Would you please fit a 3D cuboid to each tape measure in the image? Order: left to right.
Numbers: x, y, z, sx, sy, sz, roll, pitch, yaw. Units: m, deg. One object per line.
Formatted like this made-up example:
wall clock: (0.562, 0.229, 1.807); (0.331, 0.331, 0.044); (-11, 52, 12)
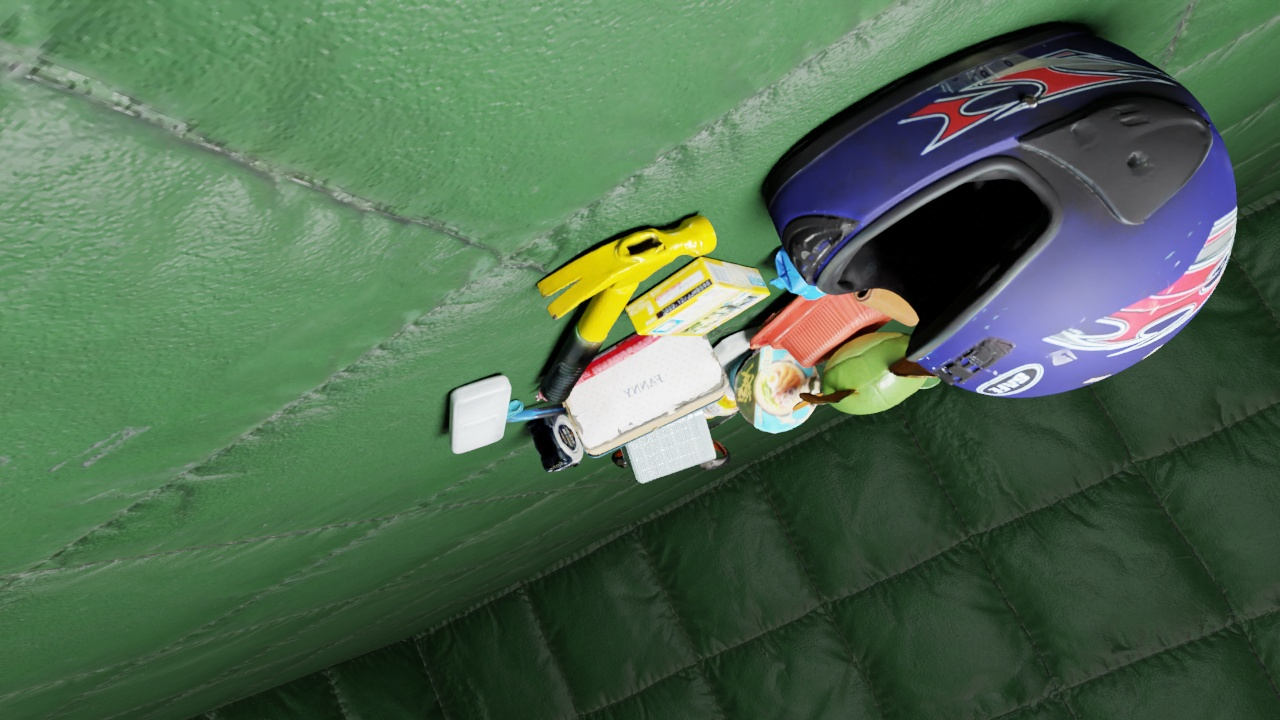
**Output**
tape measure: (-0.097, 0.096, 1.077); (0.034, 0.065, 0.066); (-26, 166, 19)

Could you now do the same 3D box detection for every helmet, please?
helmet: (0.278, -0.090, 0.686); (0.315, 0.240, 0.248); (-22, 165, -14)

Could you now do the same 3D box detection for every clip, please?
clip: (-0.146, 0.057, 0.947); (0.054, 0.013, 0.034); (-29, 168, 12)

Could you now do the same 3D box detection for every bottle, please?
bottle: (0.115, 0.049, 1.308); (0.063, 0.063, 0.109); (-19, 166, -27)

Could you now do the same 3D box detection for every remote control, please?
remote control: (-0.155, 0.053, 0.875); (0.055, 0.020, 0.136); (-17, 159, -19)
remote control: (0.098, 0.001, 1.174); (0.058, 0.021, 0.150); (-20, 166, -30)

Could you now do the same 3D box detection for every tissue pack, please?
tissue pack: (0.201, -0.108, 0.875); (0.157, 0.052, 0.094); (-31, 167, 19)

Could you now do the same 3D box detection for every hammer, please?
hammer: (-0.042, -0.026, 0.777); (0.128, 0.033, 0.301); (-20, 166, -24)

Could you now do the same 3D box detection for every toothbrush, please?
toothbrush: (-0.072, 0.053, 1.010); (0.189, 0.014, 0.016); (-8, 160, -26)

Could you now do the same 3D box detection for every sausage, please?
sausage: (-0.041, 0.002, 0.924); (0.156, 0.020, 0.020); (-29, 167, 13)

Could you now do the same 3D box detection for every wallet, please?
wallet: (0.285, -0.097, 0.983); (0.131, 0.031, 0.108); (15, 103, -50)

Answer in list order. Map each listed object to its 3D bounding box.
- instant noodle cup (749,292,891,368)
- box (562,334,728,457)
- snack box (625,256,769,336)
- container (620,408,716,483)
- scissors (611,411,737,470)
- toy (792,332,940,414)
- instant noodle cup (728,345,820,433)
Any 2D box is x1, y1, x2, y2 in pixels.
instant noodle cup: (0.235, -0.061, 1.072); (0.164, 0.079, 0.189); (-21, 162, -38)
box: (-0.003, 0.034, 0.969); (0.184, 0.089, 0.061); (-23, 168, 0)
snack box: (0.056, -0.056, 0.851); (0.087, 0.033, 0.140); (-32, 164, 25)
container: (0.029, 0.102, 1.241); (0.111, 0.090, 0.090); (-22, -156, -9)
scissors: (0.064, 0.115, 1.349); (0.234, 0.022, 0.221); (-17, -161, -23)
toy: (0.275, 0.012, 1.055); (0.227, 0.090, 0.246); (-24, 175, 22)
instant noodle cup: (0.165, 0.028, 1.193); (0.111, 0.111, 0.120); (-26, -171, -1)
